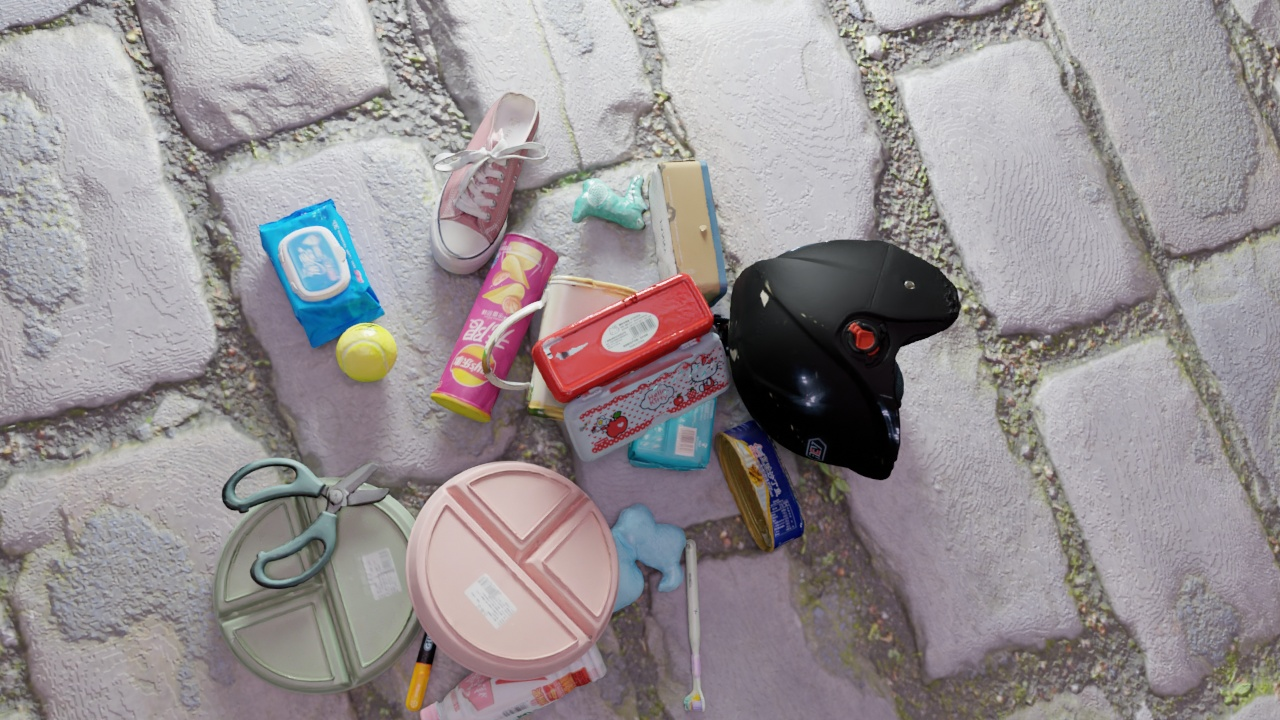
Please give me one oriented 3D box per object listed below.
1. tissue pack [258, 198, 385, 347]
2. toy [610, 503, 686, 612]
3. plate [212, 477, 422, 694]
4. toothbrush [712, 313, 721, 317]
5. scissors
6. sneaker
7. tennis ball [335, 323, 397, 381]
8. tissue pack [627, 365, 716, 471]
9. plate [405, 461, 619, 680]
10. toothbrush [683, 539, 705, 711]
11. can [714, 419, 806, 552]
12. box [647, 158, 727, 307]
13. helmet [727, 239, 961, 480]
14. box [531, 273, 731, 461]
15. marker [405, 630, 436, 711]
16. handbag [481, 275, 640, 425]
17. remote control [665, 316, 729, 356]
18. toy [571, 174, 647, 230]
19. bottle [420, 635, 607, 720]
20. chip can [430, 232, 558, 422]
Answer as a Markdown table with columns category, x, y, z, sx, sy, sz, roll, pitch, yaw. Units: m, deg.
| category | x | y | z | sx | sy | sz | roll | pitch | yaw |
| --- | --- | --- | --- | --- | --- | --- | --- | --- | --- |
| tissue pack | -0.361 | -0.100 | 1.035 | 0.095 | 0.052 | 0.157 | -24 | 84 | -13 |
| toy | -0.032 | 0.228 | 1.029 | 0.161 | 0.050 | 0.156 | 34 | 65 | -5 |
| plate | -0.340 | 0.240 | 0.985 | 0.230 | 0.027 | 0.230 | 2 | 79 | -10 |
| toothbrush | 0.006 | -0.057 | 1.111 | 0.189 | 0.014 | 0.017 | -1 | 70 | -10 |
| scissors | -0.363 | 0.146 | 0.976 | 0.176 | 0.019 | 0.172 | -44 | 87 | -14 |
| sneaker | -0.179 | -0.219 | 1.072 | 0.118 | 0.088 | 0.240 | 23 | 75 | -5 |
| tennis ball | -0.304 | -0.009 | 1.020 | 0.065 | 0.065 | 0.065 | 2 | 78 | -10 |
| tissue pack | 0.038 | 0.062 | 1.074 | 0.093 | 0.050 | 0.133 | 10 | 77 | -7 |
| plate | -0.125 | 0.210 | 0.949 | 0.229 | 0.028 | 0.229 | 10 | 62 | -20 |
| toothbrush | 0.060 | 0.300 | 1.047 | 0.020 | 0.029 | 0.189 | 14 | 71 | -50 |
| can | 0.138 | 0.144 | 1.064 | 0.049 | 0.075 | 0.148 | -21 | 84 | -17 |
| box | 0.055 | -0.143 | 1.099 | 0.063 | 0.090 | 0.184 | -9 | 83 | -13 |
| helmet | 0.212 | -0.004 | 1.023 | 0.230 | 0.234 | 0.274 | 3 | 62 | 3 |
| box | -0.003 | 0.007 | 1.009 | 0.201 | 0.063 | 0.160 | -27 | 100 | -14 |
| marker | -0.231 | 0.316 | 0.995 | 0.018 | 0.015 | 0.123 | 16 | 75 | -11 |
| handbag | -0.090 | -0.013 | 1.036 | 0.178 | 0.063 | 0.163 | 12 | 84 | -25 |
| remote control | 0.056 | -0.027 | 1.108 | 0.136 | 0.024 | 0.053 | 0 | 78 | -11 |
| toy | -0.031 | -0.194 | 1.125 | 0.092 | 0.030 | 0.096 | 22 | 69 | -10 |
| bottle | -0.136 | 0.348 | 0.982 | 0.196 | 0.068 | 0.068 | -24 | 84 | -9 |
| chip can | -0.164 | -0.039 | 1.047 | 0.071 | 0.071 | 0.210 | 23 | 76 | -5 |
